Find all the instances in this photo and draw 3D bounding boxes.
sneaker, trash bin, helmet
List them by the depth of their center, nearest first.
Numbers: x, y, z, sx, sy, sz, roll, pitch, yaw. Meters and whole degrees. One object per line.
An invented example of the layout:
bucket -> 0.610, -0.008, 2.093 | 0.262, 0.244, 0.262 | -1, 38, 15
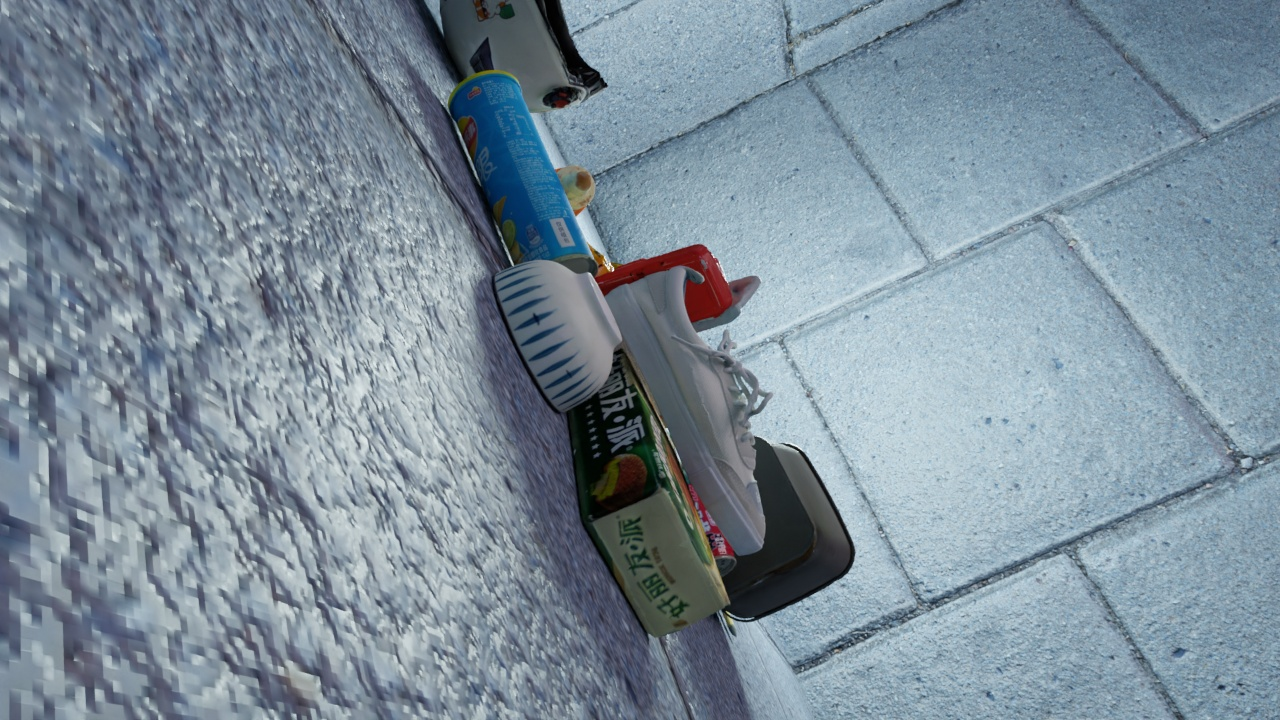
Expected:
sneaker -> 0.060, 0.035, 0.749 | 0.089, 0.091, 0.242 | 43, 22, -83
trash bin -> 0.131, 0.200, 1.108 | 0.199, 0.199, 0.219 | 64, 10, 20
helmet -> -0.161, -0.401, 1.119 | 0.273, 0.157, 0.230 | -50, 117, -76

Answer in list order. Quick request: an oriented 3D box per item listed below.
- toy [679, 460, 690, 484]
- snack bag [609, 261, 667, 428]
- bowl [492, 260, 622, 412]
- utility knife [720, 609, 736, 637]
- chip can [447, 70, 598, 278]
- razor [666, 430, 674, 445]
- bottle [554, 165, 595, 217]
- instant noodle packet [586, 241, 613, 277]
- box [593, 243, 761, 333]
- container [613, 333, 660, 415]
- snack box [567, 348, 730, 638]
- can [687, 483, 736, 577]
toy -> 0.012, 0.096, 0.890 | 0.092, 0.030, 0.097 | 31, -19, -4
snack bag -> -0.007, -0.020, 1.173 | 0.128, 0.073, 0.208 | -115, -172, -48
bowl -> -0.055, -0.026, 0.689 | 0.116, 0.066, 0.116 | -24, 88, -87
utility knife -> 0.094, 0.286, 1.244 | 0.031, 0.019, 0.182 | 69, 3, -67
chip can -> -0.108, -0.158, 0.828 | 0.071, 0.071, 0.210 | 57, 9, -70
razor -> 0.027, 0.067, 0.875 | 0.133, 0.043, 0.028 | 11, -70, 61
bottle -> -0.082, -0.160, 0.906 | 0.067, 0.066, 0.150 | 64, -23, -8
instant noodle packet -> -0.082, -0.125, 1.041 | 0.128, 0.044, 0.111 | 44, -6, 21
box -> 0.018, -0.072, 0.979 | 0.100, 0.202, 0.094 | -47, 115, -49
container -> -0.005, 0.005, 0.888 | 0.089, 0.111, 0.090 | -110, 174, -60
snack box -> -0.002, 0.090, 0.705 | 0.240, 0.063, 0.114 | -109, 173, -66
can -> 0.054, 0.177, 0.945 | 0.066, 0.066, 0.093 | 60, 6, -57
